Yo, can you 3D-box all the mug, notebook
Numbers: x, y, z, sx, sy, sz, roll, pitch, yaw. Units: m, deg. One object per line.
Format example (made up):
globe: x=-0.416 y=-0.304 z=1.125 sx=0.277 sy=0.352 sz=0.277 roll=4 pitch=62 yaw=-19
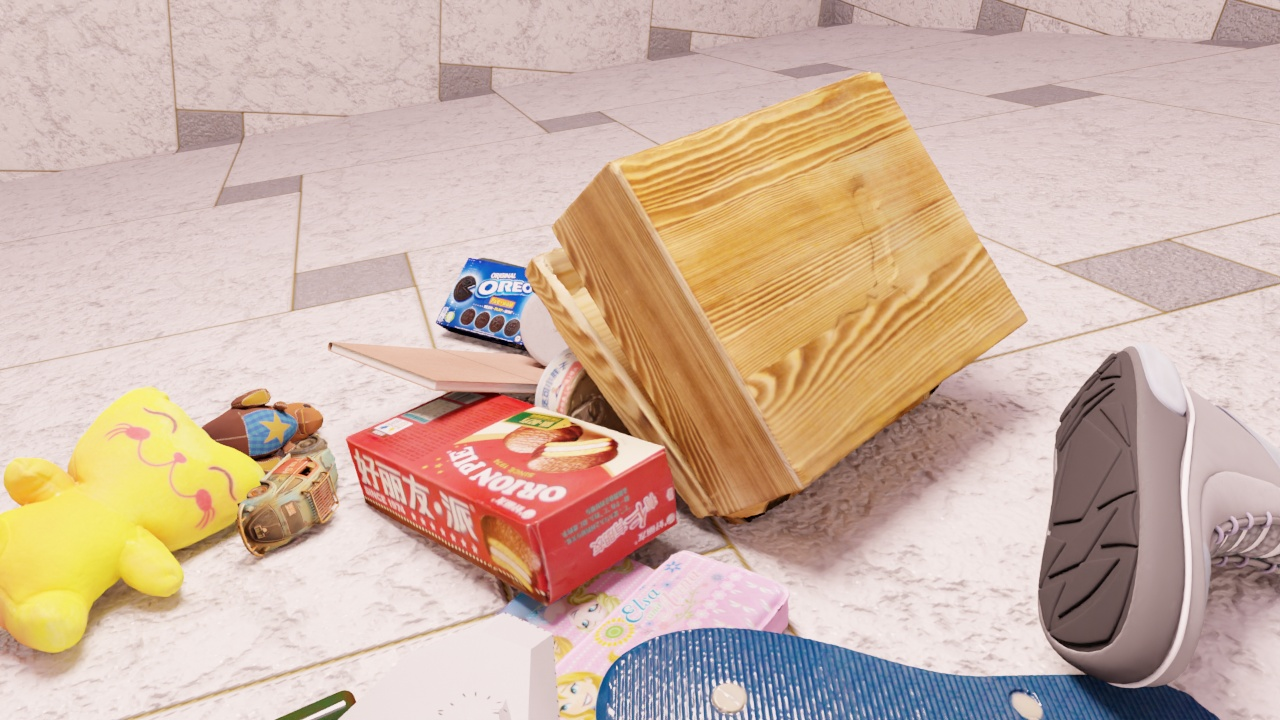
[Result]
mug: x=-0.055 y=-0.027 z=0.851 sx=0.113 sy=0.084 sz=0.070 roll=29 pitch=8 yaw=-3
notebook: x=-0.134 y=0.008 z=0.779 sx=0.141 sy=0.008 sz=0.208 roll=16 pitch=7 yaw=39

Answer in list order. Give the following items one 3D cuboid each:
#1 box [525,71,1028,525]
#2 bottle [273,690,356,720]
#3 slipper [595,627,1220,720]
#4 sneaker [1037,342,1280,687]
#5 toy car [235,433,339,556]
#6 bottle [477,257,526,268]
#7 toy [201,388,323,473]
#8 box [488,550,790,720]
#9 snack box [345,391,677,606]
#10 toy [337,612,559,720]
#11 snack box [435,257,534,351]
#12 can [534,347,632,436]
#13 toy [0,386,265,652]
box: x=0.105 y=-0.041 z=0.677 sx=0.278 sy=0.247 sz=0.177 roll=-28 pitch=-6 yaw=-36
bottle: x=-0.198 y=0.203 z=0.474 sx=0.106 sy=0.025 sz=0.025 roll=-19 pitch=28 yaw=-24
slipper: x=0.125 y=0.184 z=0.403 sx=0.295 sy=0.060 sz=0.118 roll=5 pitch=30 yaw=-6
sneaker: x=0.306 y=0.098 z=0.486 sx=0.160 sy=0.093 sz=0.255 roll=29 pitch=36 yaw=7
toy car: x=-0.248 y=0.099 z=0.679 sx=0.047 sy=0.047 sz=0.111 roll=0 pitch=28 yaw=14
bottle: x=-0.117 y=-0.072 z=0.995 sx=0.174 sy=0.055 sz=0.055 roll=15 pitch=33 yaw=36
toy: x=-0.329 y=0.059 z=0.786 sx=0.103 sy=0.070 sz=0.090 roll=-7 pitch=5 yaw=30
box: x=-0.041 y=0.171 z=0.496 sx=0.160 sy=0.035 sz=0.229 roll=12 pitch=30 yaw=35
snack box: x=-0.097 y=0.081 z=0.639 sx=0.113 sy=0.060 sz=0.237 roll=-26 pitch=26 yaw=-37
toy: x=-0.034 y=0.202 z=0.299 sx=0.267 sy=0.141 sz=0.246 roll=-14 pitch=55 yaw=-6
snack box: x=-0.138 y=-0.058 z=0.948 sx=0.150 sy=0.027 sz=0.082 roll=13 pitch=74 yaw=34
can: x=-0.038 y=0.032 z=0.722 sx=0.086 sy=0.086 sz=0.043 roll=-26 pitch=30 yaw=-35
toy: x=-0.364 y=0.112 z=0.636 sx=0.134 sy=0.088 sz=0.193 roll=39 pitch=36 yaw=-4
